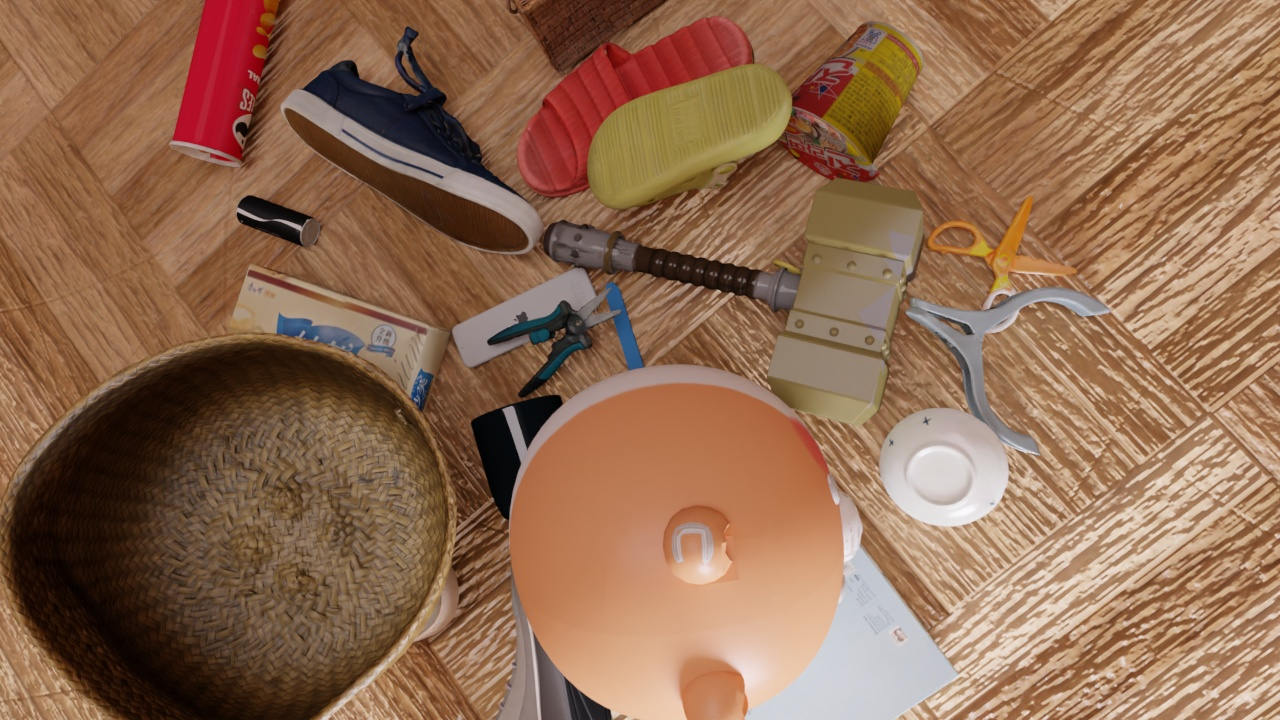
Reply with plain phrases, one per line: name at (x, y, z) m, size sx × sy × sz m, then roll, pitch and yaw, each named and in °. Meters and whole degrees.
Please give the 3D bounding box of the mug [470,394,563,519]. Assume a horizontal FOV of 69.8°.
mug at (-0.083, 0.084, 0.835) m, size 0.121 × 0.085 × 0.094 m, roll -15°, pitch 82°, yaw -19°

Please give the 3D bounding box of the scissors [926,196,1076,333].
scissors at (0.309, -0.082, 0.790) m, size 0.125 × 0.011 × 0.131 m, roll 10°, pitch 89°, yaw 11°

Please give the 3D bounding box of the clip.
clip at (0.324, -0.022, 0.766) m, size 0.164 × 0.031 × 0.169 m, roll -37°, pitch 91°, yaw 0°

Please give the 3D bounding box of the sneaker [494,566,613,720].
sneaker at (-0.113, 0.300, 0.822) m, size 0.161 × 0.093 × 0.256 m, roll -18°, pitch 81°, yaw 19°

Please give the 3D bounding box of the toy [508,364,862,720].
toy at (0.033, 0.139, 0.691) m, size 0.265 × 0.280 × 0.263 m, roll -8°, pitch 104°, yaw -2°

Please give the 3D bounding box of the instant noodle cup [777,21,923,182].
instant noodle cup at (0.182, -0.227, 0.793) m, size 0.100 × 0.100 × 0.112 m, roll 34°, pitch 85°, yaw 13°

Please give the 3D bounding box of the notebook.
notebook at (0.118, 0.269, 0.806) m, size 0.253 × 0.009 × 0.181 m, roll -37°, pitch 79°, yaw 8°

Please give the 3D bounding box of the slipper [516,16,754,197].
slipper at (-0.013, -0.244, 0.850) m, size 0.249 × 0.059 × 0.103 m, roll -31°, pitch 80°, yaw 7°

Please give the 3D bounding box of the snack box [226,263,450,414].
snack box at (-0.308, 0.009, 0.897) m, size 0.207 × 0.055 × 0.153 m, roll 19°, pitch 90°, yaw 13°

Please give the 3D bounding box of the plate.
plate at (0.251, 0.093, 0.766) m, size 0.104 × 0.026 × 0.104 m, roll 5°, pitch 102°, yaw 23°

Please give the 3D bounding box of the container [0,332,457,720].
container at (-0.296, 0.138, 0.734) m, size 0.307 × 0.197 × 0.306 m, roll 1°, pitch 79°, yaw -5°

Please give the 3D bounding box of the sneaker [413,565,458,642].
sneaker at (-0.321, 0.213, 0.853) m, size 0.294 × 0.116 × 0.111 m, roll 1°, pitch 86°, yaw 13°

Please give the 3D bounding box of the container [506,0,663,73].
container at (-0.041, -0.381, 0.839) m, size 0.198 × 0.113 × 0.112 m, roll -32°, pitch 75°, yaw 7°

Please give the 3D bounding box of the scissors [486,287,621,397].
scissors at (-0.083, -0.017, 0.845) m, size 0.151 × 0.019 × 0.119 m, roll 9°, pitch 110°, yaw 22°

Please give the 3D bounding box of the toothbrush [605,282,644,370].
toothbrush at (-0.005, 0.005, 0.852) m, size 0.016 × 0.014 × 0.166 m, roll -19°, pitch 81°, yaw 10°

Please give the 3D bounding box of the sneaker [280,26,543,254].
sneaker at (-0.197, -0.211, 0.878) m, size 0.294 × 0.121 × 0.127 m, roll 32°, pitch 70°, yaw 15°

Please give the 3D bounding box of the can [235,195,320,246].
can at (-0.369, -0.142, 0.935) m, size 0.080 × 0.031 × 0.031 m, roll 20°, pitch 90°, yaw 13°

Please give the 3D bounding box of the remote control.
remote control at (-0.111, -0.041, 0.881) m, size 0.147 × 0.008 × 0.045 m, roll -25°, pitch 81°, yaw 10°

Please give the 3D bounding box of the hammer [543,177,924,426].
hammer at (0.064, -0.074, 0.806) m, size 0.325 × 0.100 × 0.190 m, roll 15°, pitch 89°, yaw 19°

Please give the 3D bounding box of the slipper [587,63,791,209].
slipper at (0.045, -0.190, 0.796) m, size 0.191 × 0.081 × 0.091 m, roll -19°, pitch 76°, yaw 23°

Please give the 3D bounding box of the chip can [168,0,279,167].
chip can at (-0.420, -0.316, 0.941) m, size 0.069 × 0.069 × 0.220 m, roll 12°, pitch 88°, yaw 13°
